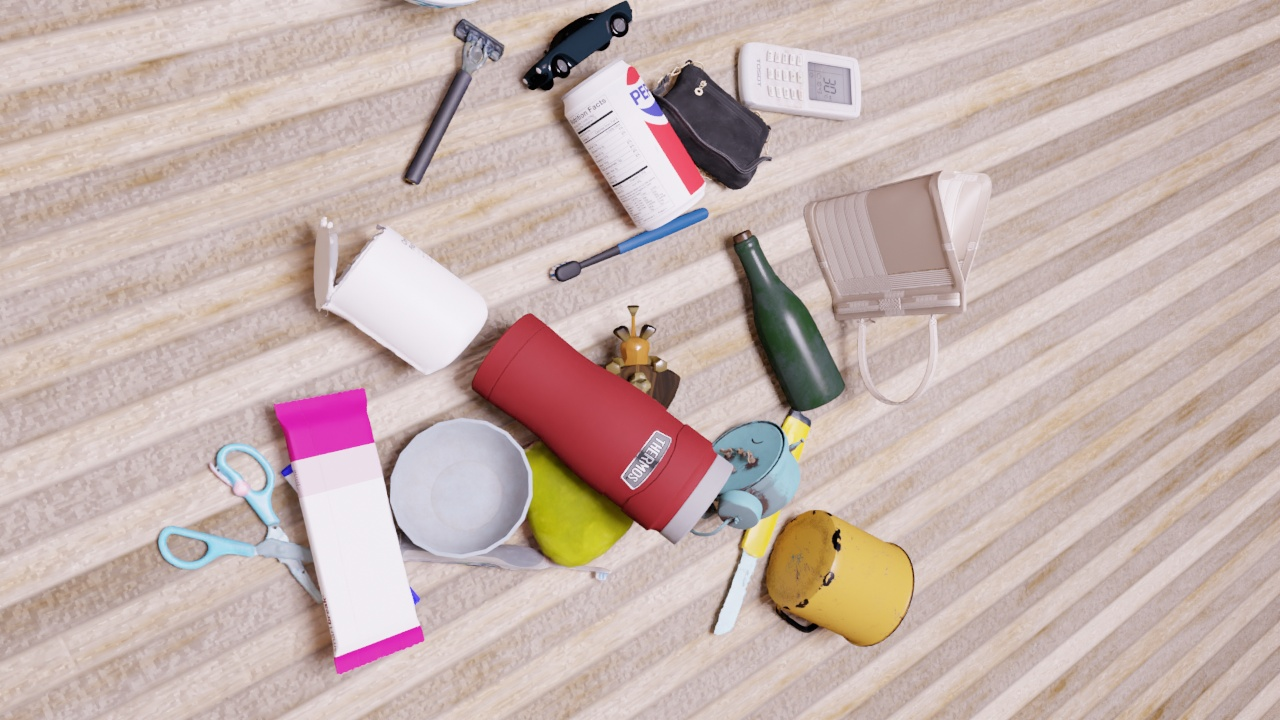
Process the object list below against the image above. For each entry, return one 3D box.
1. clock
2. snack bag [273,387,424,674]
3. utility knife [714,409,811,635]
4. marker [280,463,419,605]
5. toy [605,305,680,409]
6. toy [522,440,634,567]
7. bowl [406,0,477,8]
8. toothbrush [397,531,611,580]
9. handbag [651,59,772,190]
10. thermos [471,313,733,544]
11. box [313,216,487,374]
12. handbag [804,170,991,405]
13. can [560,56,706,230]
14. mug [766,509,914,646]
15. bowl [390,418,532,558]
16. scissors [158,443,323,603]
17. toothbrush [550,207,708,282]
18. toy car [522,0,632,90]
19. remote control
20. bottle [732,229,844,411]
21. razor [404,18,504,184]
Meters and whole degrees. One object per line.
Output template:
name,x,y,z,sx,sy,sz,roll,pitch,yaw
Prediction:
clock,0.088,0.108,0.805,0.124,0.090,0.053,-49,118,-20
snack bag,-0.212,0.121,0.671,0.070,0.016,0.196,-13,87,-39
utility knife,0.114,0.149,0.854,0.030,0.019,0.223,28,72,-17
marker,-0.216,0.133,0.688,0.020,0.020,0.141,-40,105,-22
toy,-0.004,0.004,0.772,0.076,0.062,0.100,-3,108,-9
toy,-0.058,0.111,0.751,0.089,0.051,0.110,-39,102,-21
bowl,-0.166,-0.330,0.698,0.143,0.074,0.144,1,88,-27
toothbrush,-0.106,0.160,0.743,0.185,0.022,0.024,13,82,-27
handbag,0.067,-0.213,0.824,0.128,0.054,0.079,33,70,-20
thermos,-0.030,0.054,0.724,0.198,0.108,0.084,37,85,4
box,-0.190,-0.050,0.677,0.143,0.080,0.089,40,88,-19
handbag,0.230,-0.058,0.835,0.062,0.176,0.198,-2,91,-27
can,-0.005,-0.181,0.776,0.070,0.070,0.132,-40,105,-22
mug,0.173,0.205,0.845,0.094,0.100,0.124,29,117,-21
bowl,-0.135,0.101,0.707,0.106,0.039,0.106,1,71,-4
scissors,-0.281,0.135,0.659,0.111,0.015,0.141,-36,98,-23
toothbrush,-0.006,-0.103,0.803,0.167,0.014,0.014,-27,111,-28
toy car,-0.053,-0.265,0.769,0.112,0.046,0.034,-43,108,-23
remote control,0.154,-0.267,0.884,0.138,0.025,0.060,-1,89,-27
bottle,0.130,-0.040,0.849,0.055,0.055,0.174,-31,101,-24
razor,-0.152,-0.204,0.730,0.042,0.022,0.144,27,77,-22
